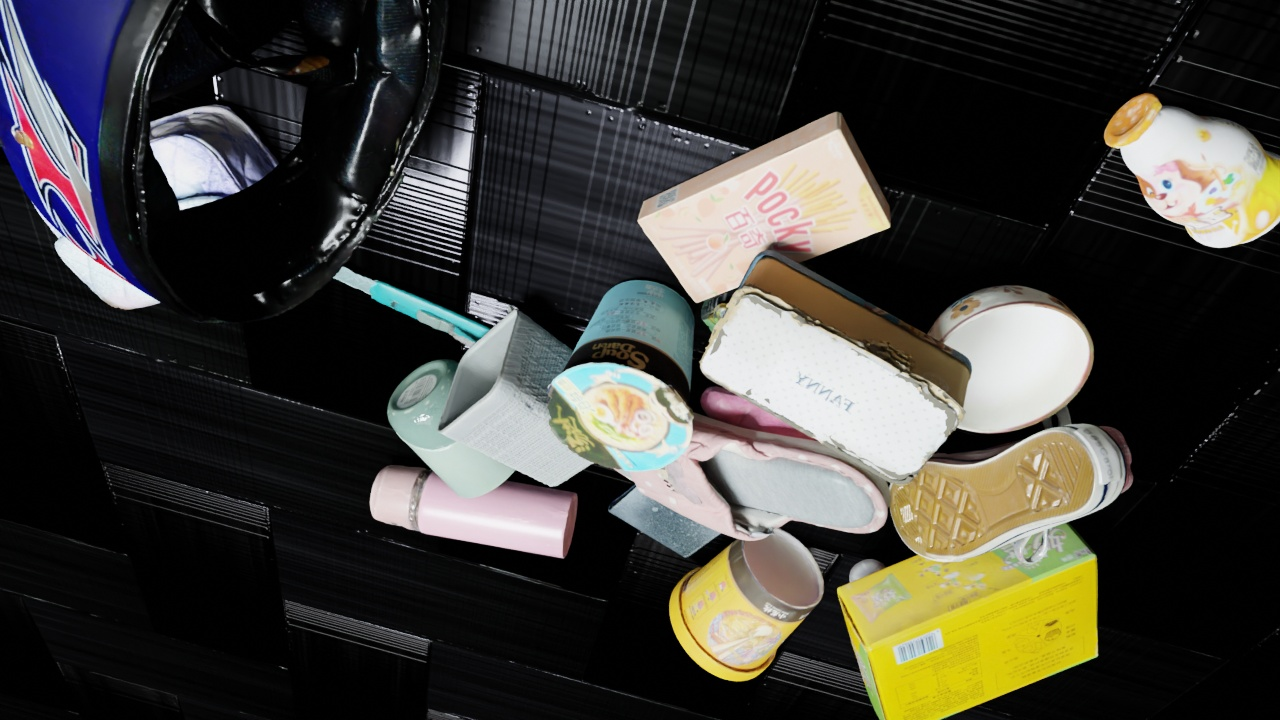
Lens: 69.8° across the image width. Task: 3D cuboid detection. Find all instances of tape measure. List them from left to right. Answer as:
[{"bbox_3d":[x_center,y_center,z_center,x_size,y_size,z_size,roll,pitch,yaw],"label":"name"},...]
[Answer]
[{"bbox_3d":[0.186,-0.015,0.689,0.057,0.039,0.058,29,132,-13],"label":"tape measure"}]

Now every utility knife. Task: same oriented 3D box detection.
[{"bbox_3d":[-0.179,-0.039,0.776,0.196,0.013,0.029,24,136,-10],"label":"utility knife"}]

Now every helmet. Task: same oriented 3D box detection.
[{"bbox_3d":[-0.253,-0.199,0.494,0.240,0.246,0.316,43,135,13],"label":"helmet"}]

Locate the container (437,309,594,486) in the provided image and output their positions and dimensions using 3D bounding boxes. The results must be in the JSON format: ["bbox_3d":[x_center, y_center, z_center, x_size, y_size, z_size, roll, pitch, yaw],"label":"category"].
[{"bbox_3d":[-0.086,0.036,0.745,0.114,0.090,0.090,34,133,-25],"label":"container"}]

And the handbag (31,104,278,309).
[{"bbox_3d":[-0.366,-0.111,0.715,0.194,0.075,0.134,-9,129,22],"label":"handbag"}]

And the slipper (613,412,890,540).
[{"bbox_3d":[0.064,0.094,0.738,0.275,0.054,0.114,9,135,35],"label":"slipper"}]

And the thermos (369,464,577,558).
[{"bbox_3d":[-0.164,0.150,0.918,0.199,0.067,0.087,8,163,7],"label":"thermos"}]

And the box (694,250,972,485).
[{"bbox_3d":[0.126,0.002,0.625,0.184,0.063,0.090,33,130,6],"label":"box"}]

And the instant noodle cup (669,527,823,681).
[{"bbox_3d":[0.106,0.229,0.889,0.118,0.118,0.115,28,124,-12],"label":"instant noodle cup"}]

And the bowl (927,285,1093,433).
[{"bbox_3d":[0.254,-0.009,0.656,0.113,0.062,0.114,1,125,1],"label":"bowl"}]

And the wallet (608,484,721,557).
[{"bbox_3d":[0.040,0.139,0.885,0.097,0.019,0.121,33,130,-15],"label":"wallet"}]

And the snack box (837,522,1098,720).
[{"bbox_3d":[0.295,0.235,0.822,0.210,0.070,0.158,-23,127,0],"label":"snack box"}]

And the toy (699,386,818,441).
[{"bbox_3d":[0.156,0.078,0.758,0.179,0.074,0.195,-6,134,28],"label":"toy"}]

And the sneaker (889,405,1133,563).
[{"bbox_3d":[0.293,0.101,0.722,0.087,0.118,0.242,-6,163,-24],"label":"sneaker"}]

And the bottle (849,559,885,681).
[{"bbox_3d":[0.244,0.271,0.919,0.068,0.067,0.190,-7,130,20],"label":"bottle"}]

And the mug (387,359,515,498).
[{"bbox_3d":[-0.173,0.057,0.826,0.112,0.082,0.106,10,144,51],"label":"mug"}]

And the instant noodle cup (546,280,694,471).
[{"bbox_3d":[-0.004,0.004,0.700,0.111,0.120,0.111,8,134,8],"label":"instant noodle cup"}]

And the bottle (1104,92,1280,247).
[{"bbox_3d":[0.329,-0.115,0.545,0.108,0.063,0.063,30,132,-13],"label":"bottle"}]

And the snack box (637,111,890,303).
[{"bbox_3d":[0.085,-0.103,0.643,0.158,0.026,0.084,-20,125,29],"label":"snack box"}]

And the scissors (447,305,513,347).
[{"bbox_3d":[-0.085,0.019,0.797,0.159,0.014,0.182,7,139,3],"label":"scissors"}]

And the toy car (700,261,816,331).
[{"bbox_3d":[0.090,-0.045,0.684,0.091,0.043,0.036,-17,123,28],"label":"toy car"}]
